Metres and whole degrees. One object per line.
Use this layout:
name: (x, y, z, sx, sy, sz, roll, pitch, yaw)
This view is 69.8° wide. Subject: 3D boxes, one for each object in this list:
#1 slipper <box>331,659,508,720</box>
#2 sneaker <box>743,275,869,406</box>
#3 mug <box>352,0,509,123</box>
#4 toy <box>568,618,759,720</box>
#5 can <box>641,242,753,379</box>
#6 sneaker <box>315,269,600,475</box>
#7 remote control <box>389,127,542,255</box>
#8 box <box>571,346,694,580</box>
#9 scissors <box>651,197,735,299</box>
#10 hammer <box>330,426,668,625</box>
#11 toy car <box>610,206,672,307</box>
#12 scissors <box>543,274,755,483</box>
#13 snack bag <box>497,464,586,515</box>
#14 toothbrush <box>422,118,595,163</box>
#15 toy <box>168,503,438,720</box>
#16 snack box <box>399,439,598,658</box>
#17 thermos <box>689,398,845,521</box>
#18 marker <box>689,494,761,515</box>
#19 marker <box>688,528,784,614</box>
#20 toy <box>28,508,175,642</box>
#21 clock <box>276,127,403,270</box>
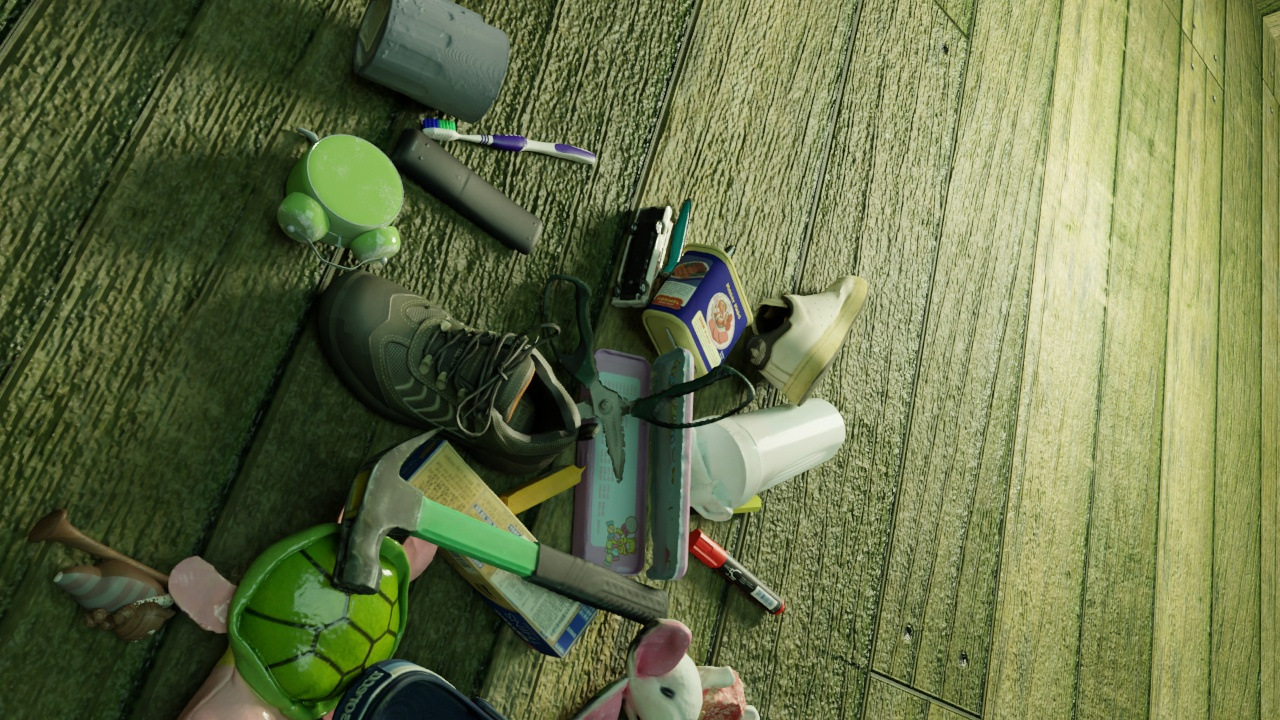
slipper: (-0.126, 0.307, 0.663, 0.104, 0.095, 0.253, -59, 138, -30)
sneaker: (0.181, -0.040, 1.031, 0.102, 0.089, 0.240, 30, 37, 9)
mug: (-0.178, -0.272, 0.775, 0.104, 0.084, 0.123, 14, 49, -36)
toy: (0.032, 0.307, 0.833, 0.194, 0.084, 0.159, 33, 103, -38)
can: (0.057, -0.043, 0.916, 0.092, 0.057, 0.116, -56, 141, -26)
sneaker: (-0.132, 0.013, 0.711, 0.238, 0.143, 0.100, 37, 60, -27)
remote control: (-0.148, -0.148, 0.808, 0.152, 0.020, 0.041, 34, 63, -32)
box: (0.002, 0.093, 0.843, 0.089, 0.093, 0.214, 12, 74, -38)
scissors: (0.055, -0.100, 0.971, 0.124, 0.019, 0.155, 5, 81, -38)
hammer: (-0.087, 0.154, 0.714, 0.318, 0.032, 0.130, 33, 48, -39)
toy car: (0.005, -0.101, 0.919, 0.039, 0.039, 0.113, 41, 57, -52)
scissors: (-0.005, 0.005, 0.829, 0.202, 0.015, 0.201, -12, 80, 2)
snack bag: (-0.089, 0.114, 0.806, 0.099, 0.026, 0.020, -23, 96, -41)
toothbrush: (-0.116, -0.201, 0.848, 0.186, 0.015, 0.016, -1, 78, -40)
toy: (-0.232, 0.192, 0.629, 0.237, 0.088, 0.190, -52, 132, -30)
snack box: (-0.122, 0.156, 0.753, 0.207, 0.057, 0.056, 53, 57, -20)
thermos: (0.124, 0.094, 0.946, 0.219, 0.100, 0.099, -11, 89, -44)
marker: (0.075, 0.148, 0.943, 0.123, 0.018, 0.021, 3, 79, -38)
marker: (0.100, 0.222, 0.948, 0.145, 0.021, 0.023, 43, 50, -26)
toy: (-0.339, 0.142, 0.583, 0.102, 0.042, 0.054, 43, 35, -35)
clock: (-0.229, -0.124, 0.709, 0.094, 0.043, 0.119, 16, 61, -36)
